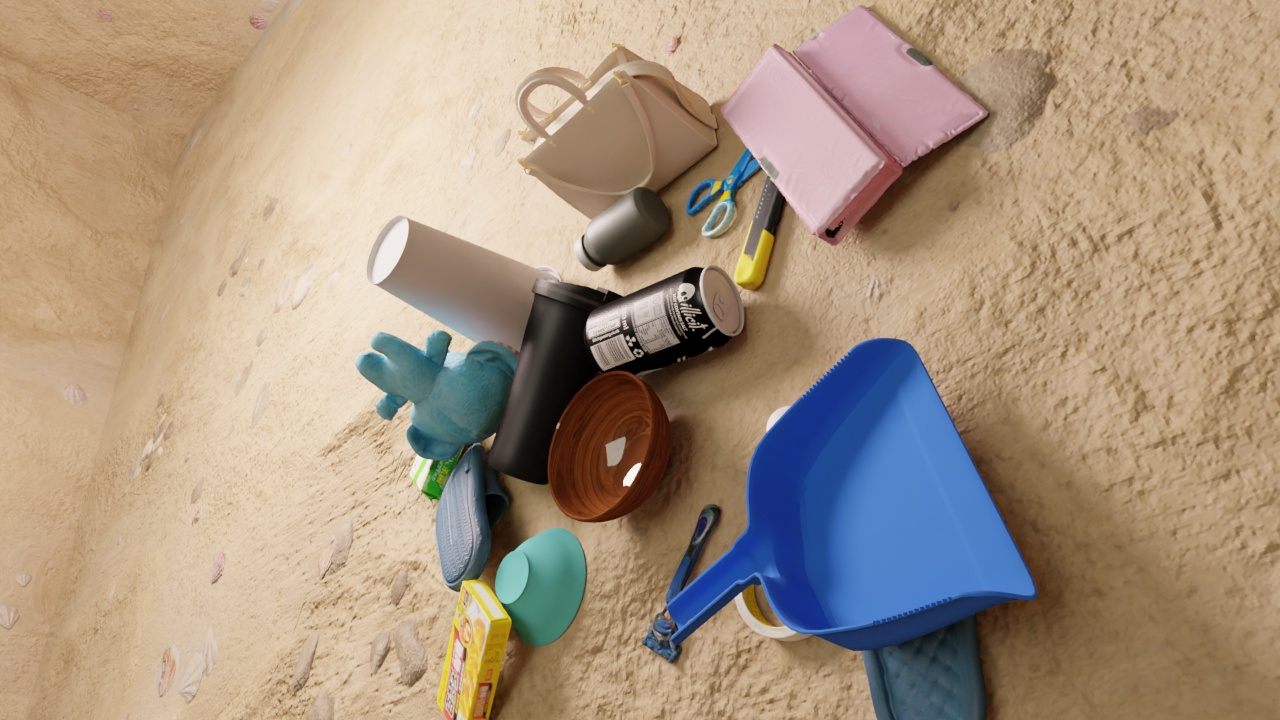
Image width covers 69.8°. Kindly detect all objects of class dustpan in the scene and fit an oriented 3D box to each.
[{"bbox_3d":[0.117,0.132,0.654,0.258,0.059,0.245,-48,27,27],"label":"dustpan"}]

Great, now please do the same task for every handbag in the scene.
[{"bbox_3d":[-0.047,-0.257,1.005,0.195,0.197,0.101,-33,48,33],"label":"handbag"}]

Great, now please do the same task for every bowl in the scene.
[{"bbox_3d":[-0.017,0.090,0.885,0.148,0.068,0.147,-26,52,38],"label":"bowl"},{"bbox_3d":[-0.114,0.226,0.939,0.121,0.046,0.121,-25,53,38],"label":"bowl"}]

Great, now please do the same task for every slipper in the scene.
[{"bbox_3d":[0.178,0.165,0.636,0.104,0.059,0.213,-29,52,40],"label":"slipper"},{"bbox_3d":[-0.192,0.181,1.043,0.104,0.059,0.213,-53,26,20],"label":"slipper"}]

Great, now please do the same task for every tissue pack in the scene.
[{"bbox_3d":[-0.252,0.114,1.151,0.114,0.034,0.100,-65,23,-2],"label":"tissue pack"}]

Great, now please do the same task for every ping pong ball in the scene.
[{"bbox_3d":[0.125,0.058,0.766,0.040,0.040,0.040,-25,53,38],"label":"ping pong ball"}]

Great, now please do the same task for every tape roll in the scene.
[{"bbox_3d":[0.116,0.175,0.731,0.094,0.019,0.093,-25,53,38],"label":"tape roll"}]

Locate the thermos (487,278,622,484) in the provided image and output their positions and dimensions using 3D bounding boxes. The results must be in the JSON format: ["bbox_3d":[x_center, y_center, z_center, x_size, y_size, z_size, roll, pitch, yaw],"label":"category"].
[{"bbox_3d":[-0.096,0.020,0.994,0.106,0.105,0.218,21,91,51],"label":"thermos"}]

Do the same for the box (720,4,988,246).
[{"bbox_3d":[0.180,-0.233,0.844,0.180,0.050,0.232,-41,44,15],"label":"box"}]

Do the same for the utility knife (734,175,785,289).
[{"bbox_3d":[0.128,-0.157,0.899,0.029,0.020,0.186,4,71,46],"label":"utility knife"}]

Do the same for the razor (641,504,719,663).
[{"bbox_3d":[0.037,0.192,0.810,0.044,0.018,0.141,14,81,51],"label":"razor"}]

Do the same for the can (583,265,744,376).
[{"bbox_3d":[0.021,-0.035,0.893,0.146,0.080,0.080,-21,55,33],"label":"can"}]

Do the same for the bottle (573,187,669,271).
[{"bbox_3d":[-0.022,-0.144,1.026,0.109,0.060,0.060,-31,49,34],"label":"bottle"}]

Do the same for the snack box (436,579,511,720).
[{"bbox_3d":[-0.172,0.309,0.939,0.075,0.025,0.152,36,117,51],"label":"snack box"}]

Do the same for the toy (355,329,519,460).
[{"bbox_3d":[-0.231,0.025,1.044,0.184,0.180,0.114,-48,20,25],"label":"toy"}]

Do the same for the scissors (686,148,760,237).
[{"bbox_3d":[0.098,-0.180,0.947,0.133,0.020,0.097,-37,49,31],"label":"scissors"}]

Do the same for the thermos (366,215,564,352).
[{"bbox_3d":[-0.195,-0.081,1.056,0.132,0.221,0.131,-25,52,38],"label":"thermos"}]
